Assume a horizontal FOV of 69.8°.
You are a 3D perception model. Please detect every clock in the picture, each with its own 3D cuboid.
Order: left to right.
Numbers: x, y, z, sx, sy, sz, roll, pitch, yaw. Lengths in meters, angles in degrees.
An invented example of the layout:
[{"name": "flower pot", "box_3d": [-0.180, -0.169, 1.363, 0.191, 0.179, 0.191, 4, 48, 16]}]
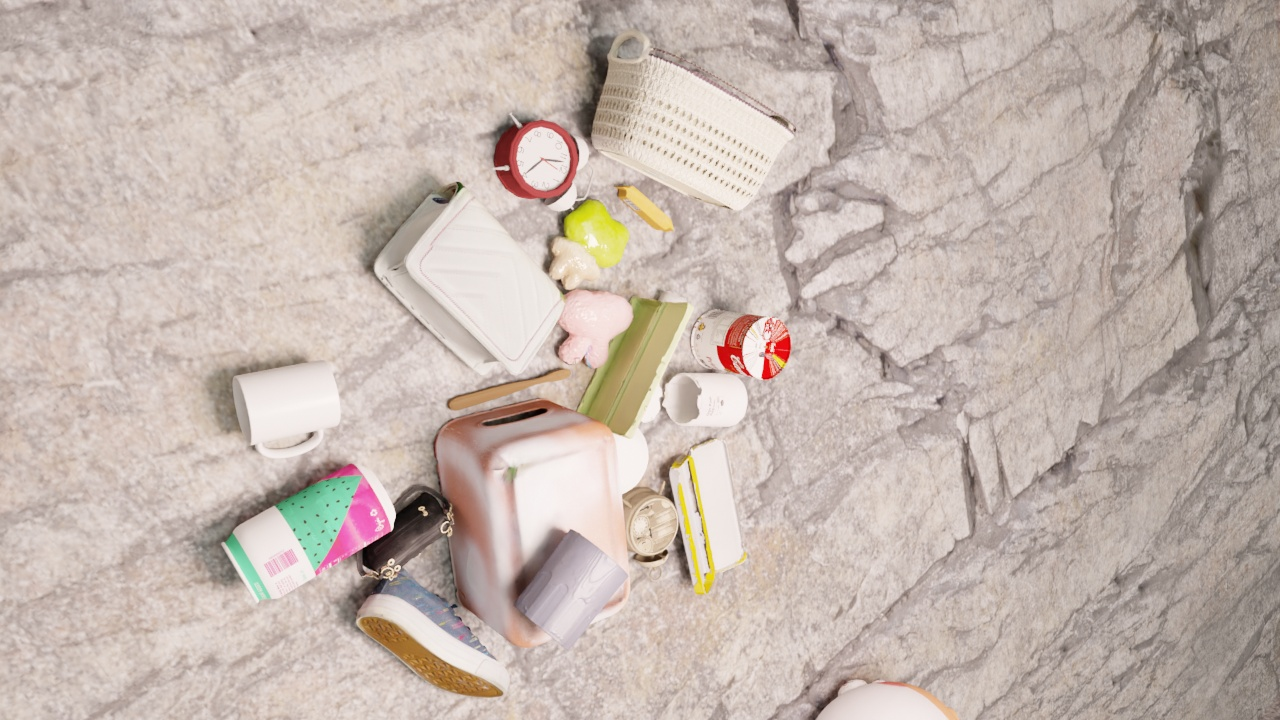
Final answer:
[{"name": "clock", "box_3d": [-0.116, -0.239, 1.113, 0.137, 0.048, 0.096, 18, 87, -33]}, {"name": "clock", "box_3d": [0.013, 0.243, 1.275, 0.092, 0.055, 0.141, -19, 106, -31]}]

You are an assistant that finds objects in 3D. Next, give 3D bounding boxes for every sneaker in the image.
[{"name": "sneaker", "box_3d": [-0.244, 0.334, 1.116, 0.235, 0.088, 0.079, 49, 36, -33]}]

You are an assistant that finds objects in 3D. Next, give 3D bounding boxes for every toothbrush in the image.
[{"name": "toothbrush", "box_3d": [-0.163, 0.035, 1.148, 0.166, 0.016, 0.016, -16, 106, -29]}]

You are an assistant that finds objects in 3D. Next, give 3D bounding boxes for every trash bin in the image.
[{"name": "trash bin", "box_3d": [-0.125, 0.192, 1.112, 0.181, 0.157, 0.260, -13, 104, -32]}]

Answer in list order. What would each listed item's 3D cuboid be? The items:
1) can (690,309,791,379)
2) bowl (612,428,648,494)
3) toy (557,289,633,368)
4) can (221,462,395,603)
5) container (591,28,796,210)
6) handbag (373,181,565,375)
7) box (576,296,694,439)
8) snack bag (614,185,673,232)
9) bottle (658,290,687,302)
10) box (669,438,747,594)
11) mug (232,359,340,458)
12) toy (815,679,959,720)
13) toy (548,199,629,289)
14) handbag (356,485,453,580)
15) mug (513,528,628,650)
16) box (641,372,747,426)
[{"name": "can", "box_3d": [0.139, -0.024, 1.278, 0.086, 0.116, 0.087, -6, 101, -33]}, {"name": "bowl", "box_3d": [-0.033, 0.132, 1.227, 0.114, 0.051, 0.115, -6, 101, -33]}, {"name": "toy", "box_3d": [-0.065, -0.041, 1.181, 0.108, 0.053, 0.105, 7, 104, -35]}, {"name": "can", "box_3d": [-0.356, 0.185, 0.996, 0.165, 0.088, 0.088, -30, 113, -27]}, {"name": "container", "box_3d": [0.059, -0.291, 1.151, 0.251, 0.185, 0.143, 19, 98, -33]}, {"name": "handbag", "box_3d": [-0.192, -0.091, 1.061, 0.198, 0.096, 0.141, 49, 57, -29]}, {"name": "box", "box_3d": [-0.007, 0.007, 1.173, 0.030, 0.139, 0.187, 31, 78, -33]}, {"name": "snack bag", "box_3d": [0.006, -0.202, 1.215, 0.099, 0.026, 0.020, 36, 77, -31]}, {"name": "bottle", "box_3d": [0.017, -0.028, 1.239, 0.044, 0.044, 0.136, 38, 76, -32]}, {"name": "box", "box_3d": [0.097, 0.227, 1.338, 0.127, 0.046, 0.210, -27, 112, -42]}, {"name": "mug", "box_3d": [-0.377, 0.059, 0.980, 0.090, 0.074, 0.111, -13, 130, -32]}, {"name": "toy", "box_3d": [0.408, 0.648, 1.491, 0.280, 0.264, 0.265, -5, 58, -51]}, {"name": "toy", "box_3d": [-0.070, -0.142, 1.164, 0.092, 0.043, 0.117, 42, 76, -30]}, {"name": "handbag", "box_3d": [-0.272, 0.204, 1.061, 0.128, 0.079, 0.054, -38, 119, -21]}, {"name": "mug", "box_3d": [-0.072, 0.262, 1.025, 0.103, 0.084, 0.124, -51, 148, -16]}, {"name": "box", "box_3d": [0.065, 0.055, 1.268, 0.165, 0.095, 0.084, 4, 99, -43]}]
